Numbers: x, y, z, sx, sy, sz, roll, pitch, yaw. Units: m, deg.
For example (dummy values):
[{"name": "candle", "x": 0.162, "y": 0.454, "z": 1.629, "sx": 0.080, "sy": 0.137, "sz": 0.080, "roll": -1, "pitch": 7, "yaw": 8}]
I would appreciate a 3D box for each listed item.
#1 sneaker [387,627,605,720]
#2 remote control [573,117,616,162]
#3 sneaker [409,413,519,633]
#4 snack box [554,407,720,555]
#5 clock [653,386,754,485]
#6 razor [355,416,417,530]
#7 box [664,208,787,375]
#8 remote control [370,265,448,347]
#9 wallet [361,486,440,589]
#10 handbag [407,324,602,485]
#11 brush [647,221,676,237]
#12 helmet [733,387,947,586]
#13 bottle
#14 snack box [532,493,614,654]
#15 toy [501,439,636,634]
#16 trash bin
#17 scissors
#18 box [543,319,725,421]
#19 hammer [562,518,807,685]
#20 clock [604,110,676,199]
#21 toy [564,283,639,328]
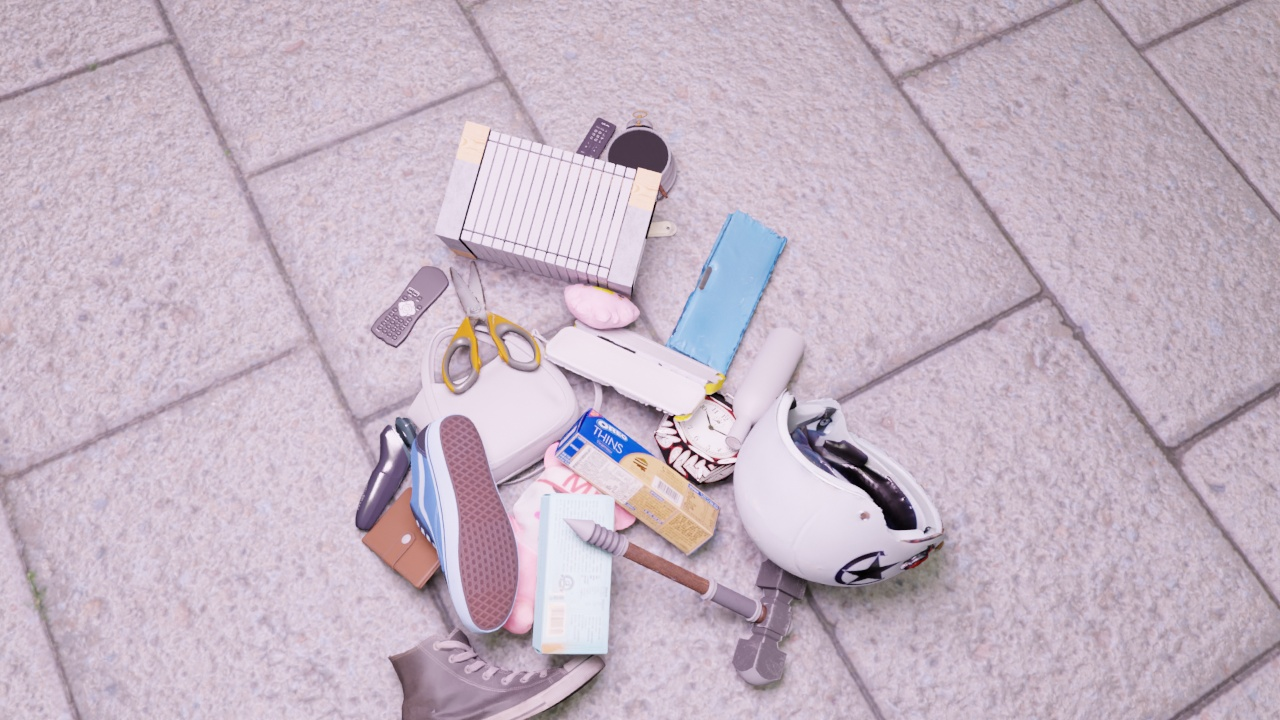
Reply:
[{"name": "sneaker", "x": -0.161, "y": 0.349, "z": 1.027, "sx": 0.234, "sy": 0.095, "sz": 0.119, "roll": -18, "pitch": 72, "yaw": -4}, {"name": "remote control", "x": -0.078, "y": -0.286, "z": 1.304, "sx": 0.032, "sy": 0.015, "sz": 0.136, "roll": 27, "pitch": 72, "yaw": 5}, {"name": "sneaker", "x": -0.205, "y": 0.186, "z": 1.025, "sx": 0.083, "sy": 0.099, "sz": 0.241, "roll": 0, "pitch": 68, "yaw": -45}, {"name": "snack box", "x": -0.002, "y": 0.144, "z": 1.092, "sx": 0.206, "sy": 0.056, "sz": 0.057, "roll": 38, "pitch": 36, "yaw": -9}, {"name": "clock", "x": 0.086, "y": 0.092, "z": 1.155, "sx": 0.114, "sy": 0.065, "sz": 0.154, "roll": 47, "pitch": 44, "yaw": 13}, {"name": "razor", "x": -0.311, "y": 0.137, "z": 1.116, "sx": 0.052, "sy": 0.047, "sz": 0.142, "roll": 30, "pitch": 71, "yaw": -20}, {"name": "box", "x": 0.116, "y": -0.092, "z": 1.233, "sx": 0.093, "sy": 0.048, "sz": 0.231, "roll": 26, "pitch": 70, "yaw": 4}, {"name": "remote control", "x": -0.302, "y": -0.074, "z": 1.209, "sx": 0.046, "sy": 0.009, "sz": 0.124, "roll": 33, "pitch": 70, "yaw": 7}, {"name": "wallet", "x": -0.266, "y": 0.205, "z": 1.077, "sx": 0.121, "sy": 0.013, "sz": 0.087, "roll": 25, "pitch": 66, "yaw": 38}, {"name": "handbag", "x": -0.184, "y": 0.035, "z": 1.159, "sx": 0.215, "sy": 0.096, "sz": 0.222, "roll": -31, "pitch": 63, "yaw": -17}, {"name": "brush", "x": -0.057, "y": -0.176, "z": 1.268, "sx": 0.217, "sy": 0.012, "sz": 0.033, "roll": -5, "pitch": 70, "yaw": -8}, {"name": "helmet", "x": 0.219, "y": 0.169, "z": 1.070, "sx": 0.164, "sy": 0.263, "sz": 0.236, "roll": -51, "pitch": 47, "yaw": 21}, {"name": "bottle", "x": 0.151, "y": 0.037, "z": 1.151, "sx": 0.052, "sy": 0.053, "sz": 0.194, "roll": 30, "pitch": 49, "yaw": 6}, {"name": "snack box", "x": -0.074, "y": 0.235, "z": 1.015, "sx": 0.075, "sy": 0.053, "sz": 0.174, "roll": 5, "pitch": 81, "yaw": -17}, {"name": "toy", "x": -0.115, "y": 0.209, "z": 1.084, "sx": 0.142, "sy": 0.084, "sz": 0.212, "roll": 39, "pitch": 73, "yaw": 8}, {"name": "trash bin", "x": -0.113, "y": -0.185, "z": 1.175, "sx": 0.247, "sy": 0.142, "sz": 0.142, "roll": 15, "pitch": 87, "yaw": 0}, {"name": "scissors", "x": -0.194, "y": -0.052, "z": 1.171, "sx": 0.162, "sy": 0.016, "sz": 0.225, "roll": -7, "pitch": 51, "yaw": 1}, {"name": "box", "x": -0.006, "y": 0.004, "z": 1.143, "sx": 0.210, "sy": 0.039, "sz": 0.129, "roll": 25, "pitch": 34, "yaw": 19}, {"name": "hammer", "x": 0.047, "y": 0.243, "z": 1.032, "sx": 0.322, "sy": 0.043, "sz": 0.155, "roll": 31, "pitch": 67, "yaw": -23}, {"name": "clock", "x": -0.002, "y": -0.288, "z": 1.289, "sx": 0.104, "sy": 0.056, "sz": 0.147, "roll": 0, "pitch": 74, "yaw": 4}, {"name": "toy", "x": -0.055, "y": -0.067, "z": 1.160, "sx": 0.102, "sy": 0.093, "sz": 0.050, "roll": 18, "pitch": 101, "yaw": 6}]
